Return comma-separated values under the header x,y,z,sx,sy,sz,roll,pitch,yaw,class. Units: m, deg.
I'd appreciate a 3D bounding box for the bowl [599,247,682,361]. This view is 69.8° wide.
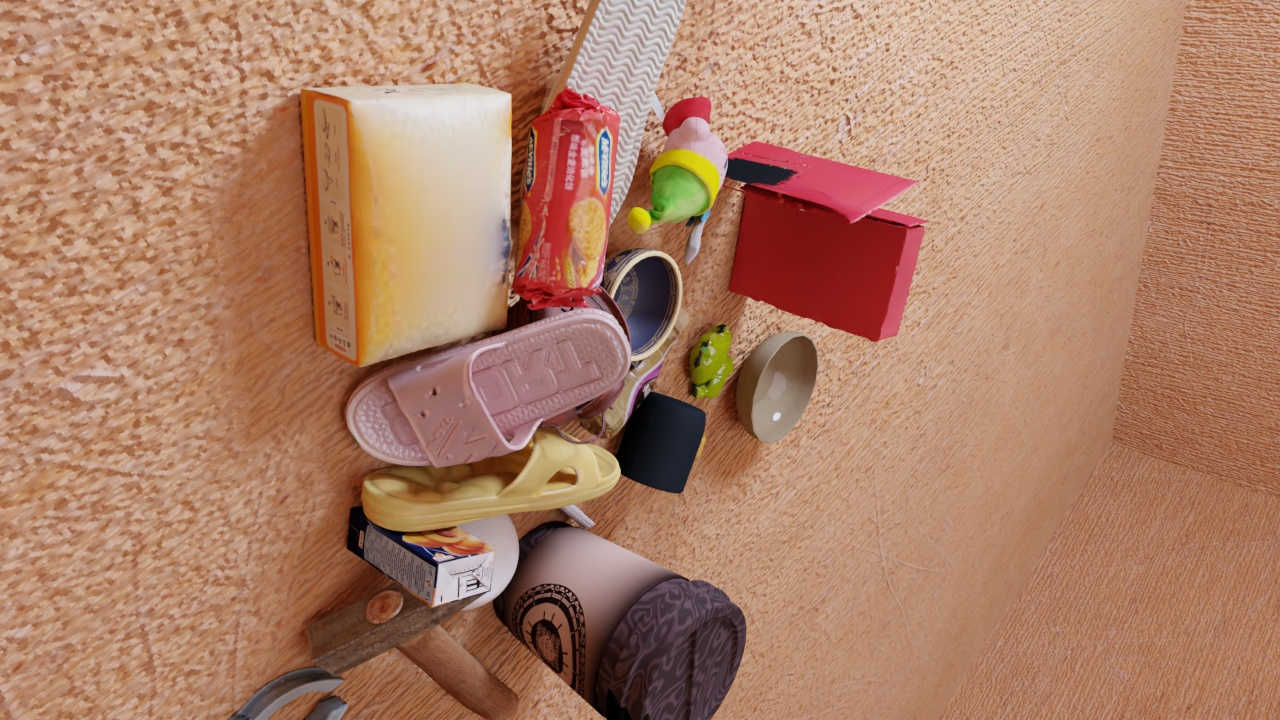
x,y,z,sx,sy,sz,roll,pitch,yaw,class
-0.017,-0.062,0.924,0.112,0.061,0.112,-26,127,-41,bowl

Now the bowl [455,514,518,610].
x,y,z,sx,sy,sz,roll,pitch,yaw,class
-0.160,0.195,0.890,0.114,0.051,0.115,-26,127,-41,bowl

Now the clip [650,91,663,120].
x,y,z,sx,sy,sz,roll,pitch,yaw,class
-0.003,-0.272,0.855,0.056,0.056,0.102,-39,142,4,clip

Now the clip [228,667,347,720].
x,y,z,sx,sy,sz,roll,pitch,yaw,class
-0.325,0.334,0.780,0.162,0.028,0.112,-19,121,-43,clip

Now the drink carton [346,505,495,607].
x,y,z,sx,sy,sz,roll,pitch,yaw,class
-0.188,0.158,0.773,0.064,0.130,0.040,-2,106,-49,drink carton

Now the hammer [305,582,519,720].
x,y,z,sx,sy,sz,roll,pitch,yaw,class
-0.179,0.293,0.896,0.158,0.037,0.301,-26,142,-5,hammer

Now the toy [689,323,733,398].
x,y,z,sx,sy,sz,roll,pitch,yaw,class
0.086,0.003,1.107,0.094,0.036,0.093,-60,148,2,toy

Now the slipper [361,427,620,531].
x,y,z,sx,sy,sz,roll,pitch,yaw,class
-0.129,0.090,0.839,0.262,0.099,0.078,-8,112,-44,slipper

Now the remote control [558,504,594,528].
x,y,z,sx,sy,sz,roll,pitch,yaw,class
-0.090,0.144,0.965,0.012,0.033,0.131,-53,141,-12,remote control

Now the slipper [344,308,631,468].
x,y,z,sx,sy,sz,roll,pitch,yaw,class
-0.121,0.031,0.737,0.239,0.064,0.094,-20,112,3,slipper

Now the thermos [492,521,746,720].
x,y,z,sx,sy,sz,roll,pitch,yaw,class
-0.030,0.270,0.942,0.172,0.226,0.173,-26,127,-41,thermos

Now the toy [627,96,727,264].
x,y,z,sx,sy,sz,roll,pitch,yaw,class
0.036,-0.171,0.896,0.124,0.097,0.131,92,-1,-61,toy

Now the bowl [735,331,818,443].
x,y,z,sx,sy,sz,roll,pitch,yaw,class
0.172,0.030,1.211,0.152,0.050,0.152,-26,127,-41,bowl

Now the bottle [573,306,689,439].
x,y,z,sx,sy,sz,roll,pitch,yaw,class
-0.006,0.006,0.975,0.165,0.060,0.060,-51,140,-23,bottle

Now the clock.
x,y,z,sx,sy,sz,roll,pitch,yaw,class
-0.070,-0.001,0.828,0.120,0.072,0.157,-12,77,-47,clock

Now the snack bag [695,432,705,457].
x,y,z,sx,sy,sz,roll,pitch,yaw,class
0.065,0.096,1.108,0.099,0.020,0.026,-74,-178,-81,snack bag

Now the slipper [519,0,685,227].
x,y,z,sx,sy,sz,roll,pitch,yaw,class
-0.037,-0.222,0.811,0.114,0.052,0.263,5,118,-36,slipper

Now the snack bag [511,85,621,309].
x,y,z,sx,sy,sz,roll,pitch,yaw,class
-0.061,-0.129,0.753,0.082,0.082,0.176,-1,101,-51,snack bag

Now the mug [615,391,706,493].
x,y,z,sx,sy,sz,roll,pitch,yaw,class
0.027,0.090,1.050,0.121,0.085,0.094,-2,113,-80,mug

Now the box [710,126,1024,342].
x,y,z,sx,sy,sz,roll,pitch,yaw,class
0.277,-0.163,1.114,0.350,0.217,0.198,-18,123,-46,box

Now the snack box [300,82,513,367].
x,y,z,sx,sy,sz,roll,pitch,yaw,class
-0.168,-0.106,0.700,0.144,0.081,0.195,-20,123,-45,snack box
